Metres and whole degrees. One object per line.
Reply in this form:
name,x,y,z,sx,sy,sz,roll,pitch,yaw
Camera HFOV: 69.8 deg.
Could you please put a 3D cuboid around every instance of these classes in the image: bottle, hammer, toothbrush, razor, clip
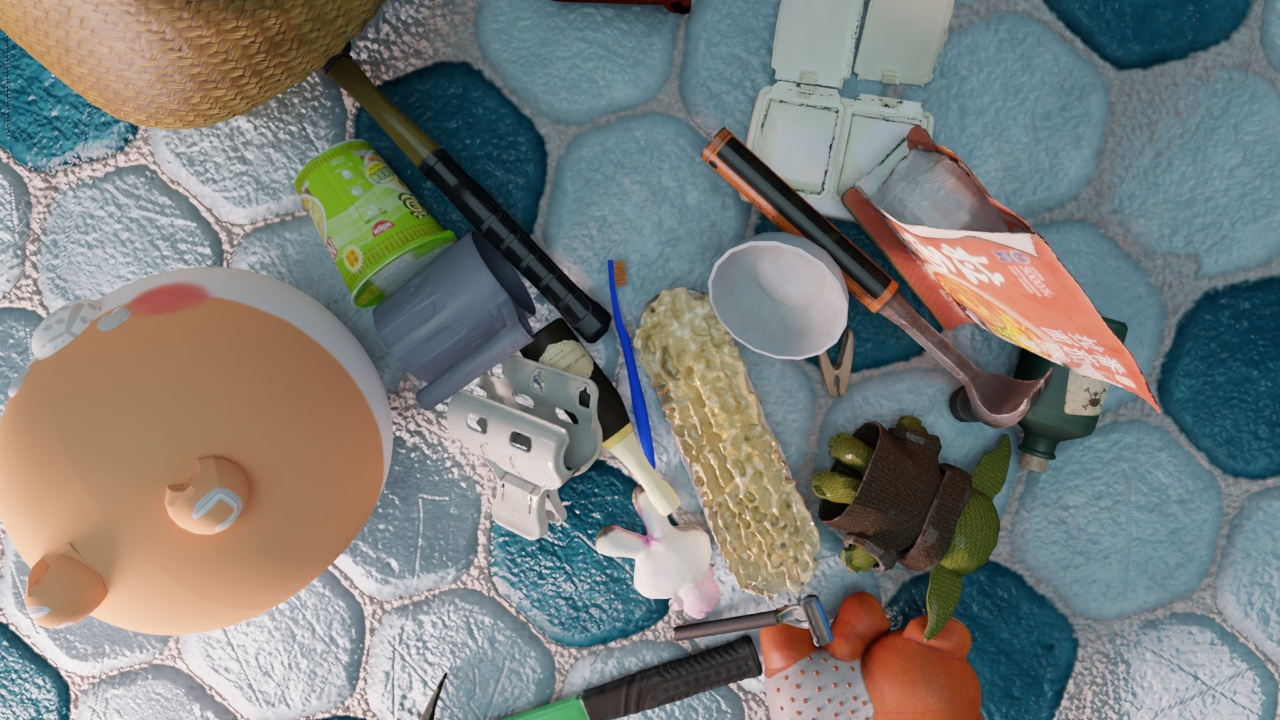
bottle,-0.028,0.051,0.759,0.045,0.045,0.184,-37,90,7
bottle,0.332,0.025,0.732,0.061,0.061,0.131,15,98,3
hammer,-0.146,-0.139,0.724,0.025,0.117,0.333,-43,98,10
hammer,0.172,-0.063,0.690,0.314,0.138,0.035,42,83,-2
hammer,-0.049,0.305,0.805,0.319,0.032,0.130,-19,95,5
toothbrush,-0.005,0.005,0.772,0.018,0.016,0.182,-12,96,-1
razor,0.090,0.220,0.768,0.145,0.022,0.043,-16,98,31
clip,0.167,0.000,0.759,0.041,0.024,0.061,-16,104,7
clip,-0.100,0.074,0.737,0.126,0.095,0.152,19,106,35

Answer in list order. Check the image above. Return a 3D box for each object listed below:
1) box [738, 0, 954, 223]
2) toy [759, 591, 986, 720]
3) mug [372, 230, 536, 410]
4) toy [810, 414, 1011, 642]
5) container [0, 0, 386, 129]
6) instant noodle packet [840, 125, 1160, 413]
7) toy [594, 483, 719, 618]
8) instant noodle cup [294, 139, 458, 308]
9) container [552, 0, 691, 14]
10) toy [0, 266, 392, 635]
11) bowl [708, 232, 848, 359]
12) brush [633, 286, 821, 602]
box,0.161,-0.202,0.720,0.143,0.050,0.184,9,99,2
toy,0.194,0.275,0.763,0.173,0.092,0.164,-12,94,17
mug,-0.143,-0.029,0.728,0.104,0.123,0.084,-34,137,8
toy,0.214,0.115,0.740,0.152,0.078,0.179,29,75,-5
container,-0.310,-0.312,0.615,0.307,0.196,0.306,-10,59,17
instant noodle packet,0.252,-0.061,0.627,0.084,0.220,0.164,-42,115,6
toy,0.021,0.167,0.780,0.079,0.038,0.122,-41,93,-5
instant noodle cup,-0.218,-0.113,0.736,0.099,0.099,0.108,-36,86,7
container,0.018,-0.337,0.673,0.201,0.127,0.148,1,97,13
toy,-0.324,0.066,0.669,0.263,0.280,0.266,-32,114,6
bowl,0.107,-0.054,0.687,0.106,0.039,0.106,17,135,17
brush,0.071,0.067,0.754,0.083,0.056,0.271,-21,96,2
